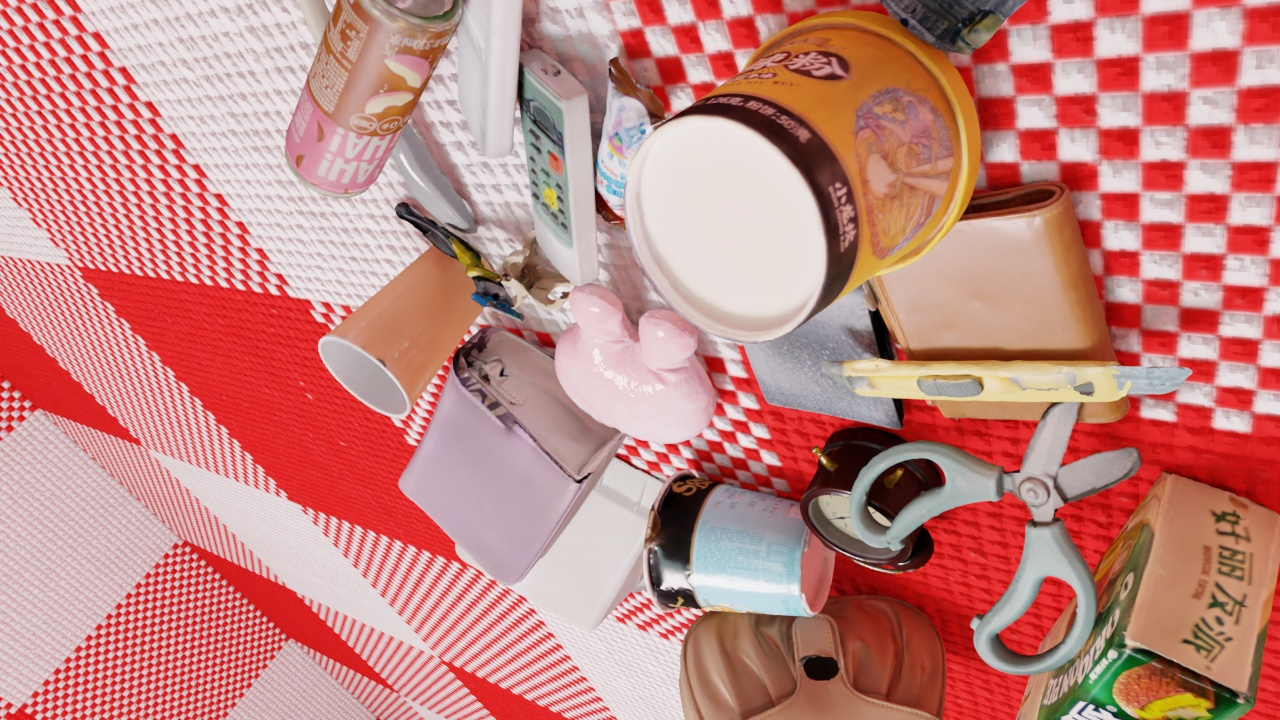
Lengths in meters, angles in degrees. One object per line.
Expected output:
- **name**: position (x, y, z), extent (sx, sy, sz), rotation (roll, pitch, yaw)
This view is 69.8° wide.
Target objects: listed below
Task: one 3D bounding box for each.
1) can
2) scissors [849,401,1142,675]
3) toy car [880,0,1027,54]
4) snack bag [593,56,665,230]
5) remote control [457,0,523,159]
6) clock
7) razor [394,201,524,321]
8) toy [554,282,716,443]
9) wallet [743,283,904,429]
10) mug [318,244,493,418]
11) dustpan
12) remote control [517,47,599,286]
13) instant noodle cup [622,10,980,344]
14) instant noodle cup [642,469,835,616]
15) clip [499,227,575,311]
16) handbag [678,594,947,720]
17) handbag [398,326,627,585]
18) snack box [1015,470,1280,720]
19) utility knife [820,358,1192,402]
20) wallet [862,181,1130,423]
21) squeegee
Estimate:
- **can**: position (-0.149, -0.152, 0.500), extent (0.058, 0.057, 0.148), rotation (41, 138, -8)
- **scissors**: position (0.199, 0.101, 0.488), extent (0.175, 0.019, 0.176), rotation (-31, 84, 45)
- **toy car**: position (0.128, -0.155, 0.314), extent (0.054, 0.036, 0.121), rotation (37, 158, -4)
- **snack bag**: position (-0.008, -0.114, 0.499), extent (0.045, 0.026, 0.105), rotation (52, 153, 19)
- **remote control**: position (-0.079, -0.169, 0.481), extent (0.136, 0.020, 0.056), rotation (108, 141, -56)
- **clock**: position (0.151, 0.098, 0.603), extent (0.082, 0.055, 0.122), rotation (12, 139, 31)
- **razor**: position (-0.130, -0.076, 0.638), extent (0.143, 0.022, 0.042), rotation (42, -172, 32)
- **toy**: position (-0.004, 0.004, 0.622), extent (0.121, 0.054, 0.160), rotation (21, 152, 9)
- **wallet**: position (0.103, -0.008, 0.547), extent (0.097, 0.019, 0.121), rotation (12, 142, 36)
- **mug**: position (-0.162, -0.029, 0.666), extent (0.078, 0.122, 0.078), rotation (24, 146, 17)
- **dustpan**: position (-0.073, 0.149, 0.923), extent (0.223, 0.142, 0.258), rotation (27, 118, 13)
- **remote control**: position (-0.047, -0.106, 0.527), extent (0.056, 0.019, 0.135), rotation (49, 154, 34)
- **instant noodle cup**: position (0.063, -0.073, 0.383), extent (0.118, 0.114, 0.119), rotation (24, 132, 30)
- **instant noodle cup**: position (0.079, 0.145, 0.693), extent (0.121, 0.111, 0.111), rotation (4, 137, 30)
- **clip**: position (-0.066, -0.049, 0.635), extent (0.089, 0.034, 0.104), rotation (35, 153, 2)
- **handbag**: position (0.133, 0.253, 0.700), extent (0.204, 0.147, 0.100), rotation (-4, 144, -1)
- **handbag**: position (-0.108, 0.078, 0.753), extent (0.145, 0.098, 0.198), rotation (36, 136, 3)
- **snack box**: position (0.280, 0.178, 0.534), extent (0.063, 0.114, 0.240), rotation (23, 145, 21)
- **utility knife**: position (0.172, 0.008, 0.453), extent (0.176, 0.019, 0.031), rotation (-5, 137, 36)
- **wallet**: position (0.170, -0.022, 0.452), extent (0.108, 0.031, 0.132), rotation (-3, 131, 42)
- **squeegee**: position (-0.166, -0.167, 0.566), extent (0.247, 0.039, 0.247), rotation (10, 141, 34)
